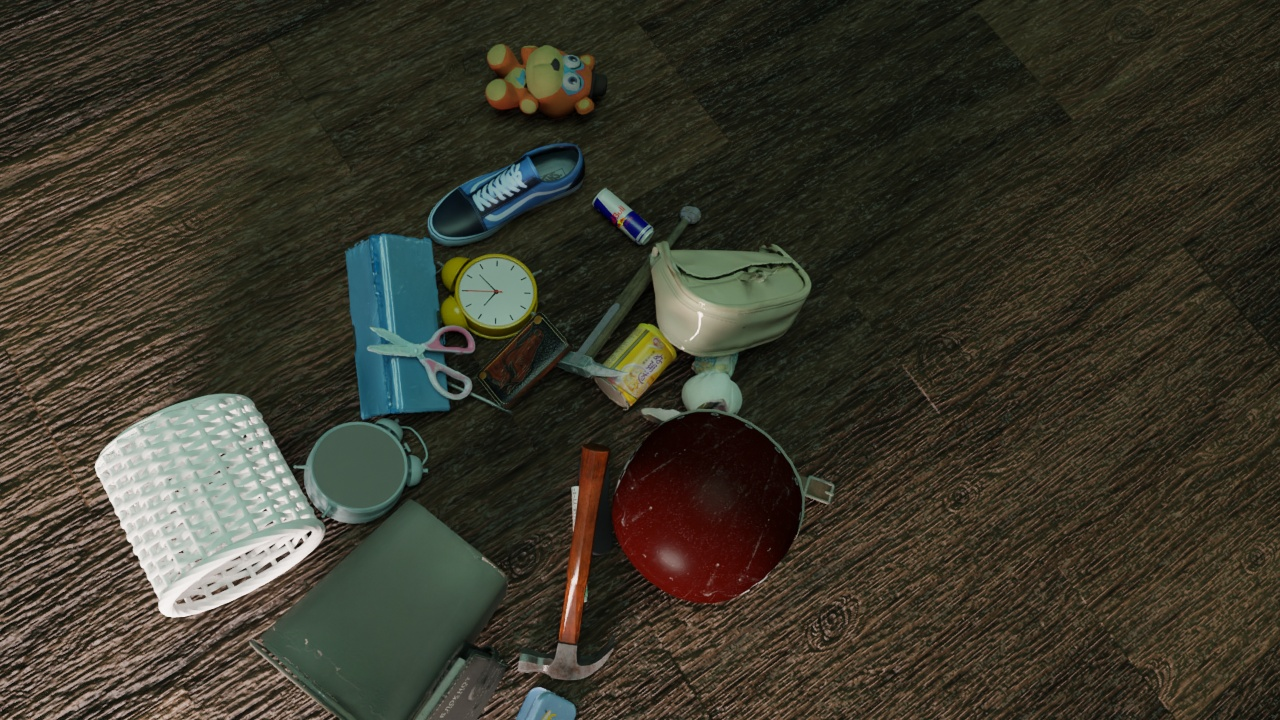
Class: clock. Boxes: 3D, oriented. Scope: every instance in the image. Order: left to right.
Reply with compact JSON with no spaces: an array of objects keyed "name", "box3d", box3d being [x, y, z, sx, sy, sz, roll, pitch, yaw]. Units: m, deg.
[{"name":"clock","box3d":[-0.343,0.133,1.150,0.159,0.045,0.122,-26,78,-33]},{"name":"clock","box3d":[-0.211,-0.089,1.247,0.152,0.052,0.113,2,72,-9]}]

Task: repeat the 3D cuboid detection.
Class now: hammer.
[{"name":"hammer","box3d":[-0.071,0.241,1.084,0.111,0.028,0.301,9,105,0]},{"name":"hammer","box3d":[-0.001,-0.102,1.262,0.147,0.028,0.316,16,59,36]}]

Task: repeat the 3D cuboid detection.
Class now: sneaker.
[{"name":"sneaker","box3d":[-0.188,-0.243,1.273,0.241,0.098,0.083,-27,77,-13]}]

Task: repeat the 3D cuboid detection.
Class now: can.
[{"name":"can","box3d":[-0.024,-0.205,1.312,0.095,0.032,0.032,41,73,8]},{"name":"can","box3d":[-0.007,0.007,1.228,0.067,0.068,0.105,40,73,7]}]

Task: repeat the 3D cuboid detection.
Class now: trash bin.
[{"name":"trash bin","box3d":[-0.280,0.300,1.048,0.197,0.198,0.219,37,66,8]}]

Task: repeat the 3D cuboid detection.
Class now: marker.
[{"name":"marker","box3d":[-0.078,0.234,1.174,0.017,0.017,0.145,-2,72,-6]}]

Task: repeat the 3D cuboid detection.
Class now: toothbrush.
[{"name":"toothbrush","box3d":[-0.246,0.034,1.224,0.167,0.013,0.013,25,79,2]}]

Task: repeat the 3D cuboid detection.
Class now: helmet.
[{"name":"helmet","box3d":[0.089,0.178,1.115,0.233,0.253,0.234,40,88,8]}]

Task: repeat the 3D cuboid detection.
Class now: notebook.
[{"name":"notebook","box3d":[-0.211,0.390,1.010,0.029,0.209,0.169,31,73,12]}]

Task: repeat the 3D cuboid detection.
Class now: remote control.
[{"name":"remote control","box3d":[-0.059,0.189,1.186,0.046,0.009,0.124,8,69,-34]}]

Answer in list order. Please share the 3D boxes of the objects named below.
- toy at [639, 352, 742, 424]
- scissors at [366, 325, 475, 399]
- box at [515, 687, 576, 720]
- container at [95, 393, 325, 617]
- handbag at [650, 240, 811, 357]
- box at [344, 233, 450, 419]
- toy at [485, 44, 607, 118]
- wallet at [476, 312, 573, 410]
[{"name":"toy","box3d":[0.095,0.026,1.235,0.106,0.131,0.204,53,43,-32]},{"name":"scissors","box3d":[-0.274,0.006,1.153,0.016,0.178,0.108,-7,84,35]},{"name":"box","box3d":[-0.141,0.488,1.063,0.069,0.064,0.209,27,72,0]},{"name":"container","box3d":[-0.496,0.166,1.063,0.189,0.190,0.186,-31,77,-14]},{"name":"handbag","box3d":[0.128,-0.111,1.203,0.228,0.132,0.184,1,44,-31]},{"name":"box","box3d":[-0.327,-0.041,1.200,0.110,0.094,0.231,-10,85,35]},{"name":"toy","box3d":[-0.137,-0.407,1.341,0.176,0.096,0.112,3,71,-17]},{"name":"wallet","box3d":[-0.153,0.001,1.212,0.123,0.019,0.072,-45,58,1]}]
